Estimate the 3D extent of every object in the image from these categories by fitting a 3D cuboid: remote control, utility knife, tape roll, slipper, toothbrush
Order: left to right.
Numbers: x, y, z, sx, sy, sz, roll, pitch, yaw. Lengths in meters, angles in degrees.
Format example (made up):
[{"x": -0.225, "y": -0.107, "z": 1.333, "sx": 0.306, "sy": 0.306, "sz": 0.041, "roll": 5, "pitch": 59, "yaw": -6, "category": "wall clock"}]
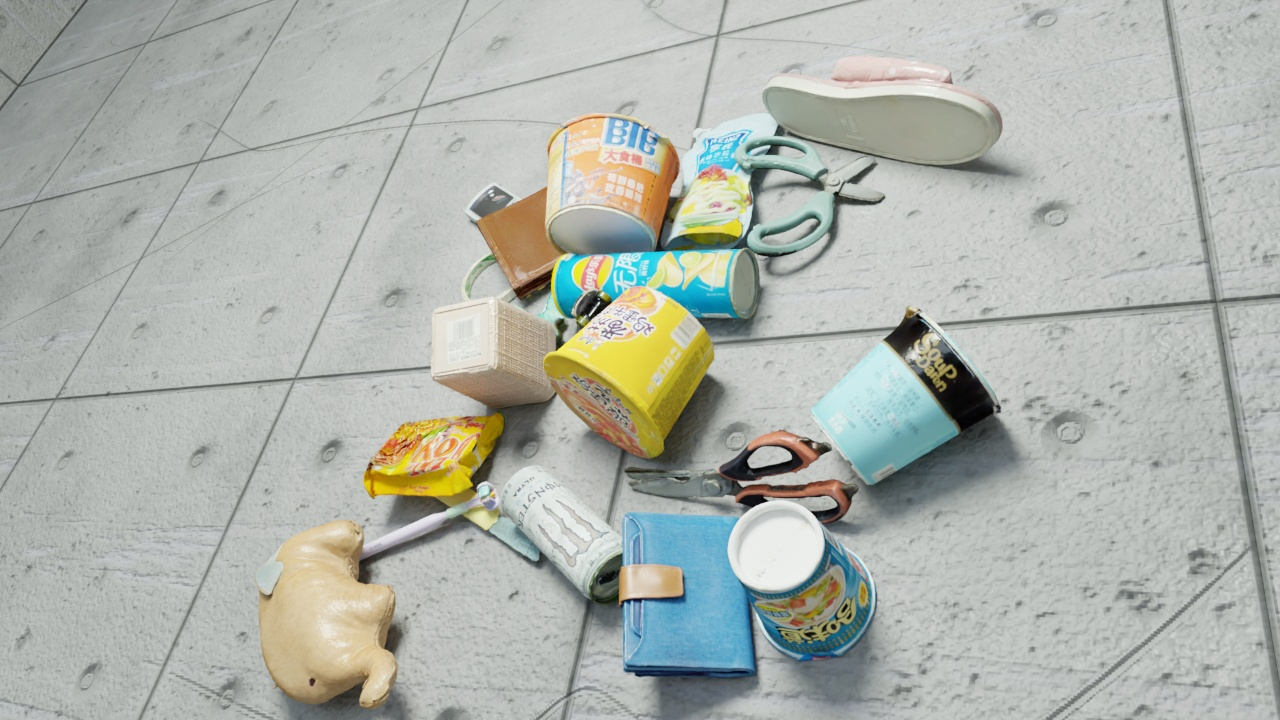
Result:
[{"x": -0.221, "y": 0.167, "z": 0.917, "sx": 0.189, "sy": 0.021, "sz": 0.029, "roll": -26, "pitch": 87, "yaw": 19, "category": "toothbrush"}, {"x": -0.170, "y": 0.146, "z": 0.916, "sx": 0.220, "sy": 0.022, "sz": 0.031, "roll": 20, "pitch": 72, "yaw": 44, "category": "utility knife"}, {"x": -0.176, "y": -0.097, "z": 1.103, "sx": 0.086, "sy": 0.014, "sz": 0.085, "roll": -15, "pitch": 51, "yaw": 19, "category": "tape roll"}, {"x": -0.166, "y": -0.179, "z": 1.154, "sx": 0.058, "sy": 0.021, "sz": 0.150, "roll": -46, "pitch": 49, "yaw": -9, "category": "remote control"}, {"x": 0.241, "y": -0.260, "z": 0.931, "sx": 0.275, "sy": 0.114, "sz": 0.054, "roll": 21, "pitch": 73, "yaw": 45, "category": "slipper"}]

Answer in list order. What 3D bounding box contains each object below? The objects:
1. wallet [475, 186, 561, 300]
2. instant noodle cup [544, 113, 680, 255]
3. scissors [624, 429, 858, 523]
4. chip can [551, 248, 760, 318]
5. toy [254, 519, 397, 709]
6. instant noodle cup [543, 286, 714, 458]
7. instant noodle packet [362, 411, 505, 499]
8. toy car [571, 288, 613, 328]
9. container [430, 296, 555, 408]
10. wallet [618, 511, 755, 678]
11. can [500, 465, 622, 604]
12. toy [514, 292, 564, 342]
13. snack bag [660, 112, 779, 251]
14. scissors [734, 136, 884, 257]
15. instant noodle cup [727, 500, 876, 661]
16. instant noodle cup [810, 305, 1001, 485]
[{"x": -0.126, "y": -0.142, "z": 1.078, "sx": 0.101, "sy": 0.032, "sz": 0.124, "roll": -29, "pitch": 61, "yaw": -6, "category": "wallet"}, {"x": -0.036, "y": -0.177, "z": 1.001, "sx": 0.152, "sy": 0.151, "sz": 0.111, "roll": -6, "pitch": 61, "yaw": 25, "category": "instant noodle cup"}, {"x": 0.072, "y": 0.094, "z": 0.781, "sx": 0.207, "sy": 0.193, "sz": 0.015, "roll": 29, "pitch": 45, "yaw": 13, "category": "scissors"}, {"x": 0.013, "y": -0.078, "z": 0.945, "sx": 0.211, "sy": 0.071, "sz": 0.071, "roll": 1, "pitch": 57, "yaw": 30, "category": "chip can"}, {"x": -0.291, "y": 0.255, "z": 0.861, "sx": 0.143, "sy": 0.082, "sz": 0.226, "roll": -49, "pitch": 50, "yaw": 5, "category": "toy"}, {"x": -0.005, "y": 0.005, "z": 0.859, "sx": 0.138, "sy": 0.138, "sz": 0.109, "roll": 21, "pitch": 61, "yaw": 38, "category": "instant noodle cup"}, {"x": -0.211, "y": 0.096, "z": 0.942, "sx": 0.129, "sy": 0.044, "sz": 0.110, "roll": -6, "pitch": 33, "yaw": 23, "category": "instant noodle packet"}, {"x": -0.034, "y": -0.035, "z": 0.927, "sx": 0.042, "sy": 0.090, "sz": 0.035, "roll": -54, "pitch": 33, "yaw": -12, "category": "toy car"}, {"x": -0.153, "y": -0.008, "z": 0.942, "sx": 0.090, "sy": 0.111, "sz": 0.089, "roll": -9, "pitch": 73, "yaw": 23, "category": "container"}, {"x": 0.036, "y": 0.186, "z": 0.739, "sx": 0.106, "sy": 0.040, "sz": 0.132, "roll": 3, "pitch": 53, "yaw": -5, "category": "wallet"}, {"x": -0.065, "y": 0.154, "z": 0.824, "sx": 0.058, "sy": 0.058, "sz": 0.147, "roll": -47, "pitch": 48, "yaw": -9, "category": "can"}, {"x": -0.121, "y": -0.043, "z": 1.022, "sx": 0.092, "sy": 0.030, "sz": 0.096, "roll": 5, "pitch": 62, "yaw": 27, "category": "toy"}, {"x": 0.088, "y": -0.202, "z": 1.021, "sx": 0.110, "sy": 0.039, "sz": 0.190, "roll": -8, "pitch": 52, "yaw": 36, "category": "snack bag"}, {"x": 0.156, "y": -0.168, "z": 0.947, "sx": 0.170, "sy": 0.019, "sz": 0.179, "roll": 23, "pitch": 63, "yaw": 23, "category": "scissors"}, {"x": 0.116, "y": 0.159, "z": 0.685, "sx": 0.099, "sy": 0.110, "sz": 0.099, "roll": -15, "pitch": 50, "yaw": 18, "category": "instant noodle cup"}, {"x": 0.205, "y": 0.034, "z": 0.739, "sx": 0.120, "sy": 0.111, "sz": 0.111, "roll": -39, "pitch": 47, "yaw": 9, "category": "instant noodle cup"}]
